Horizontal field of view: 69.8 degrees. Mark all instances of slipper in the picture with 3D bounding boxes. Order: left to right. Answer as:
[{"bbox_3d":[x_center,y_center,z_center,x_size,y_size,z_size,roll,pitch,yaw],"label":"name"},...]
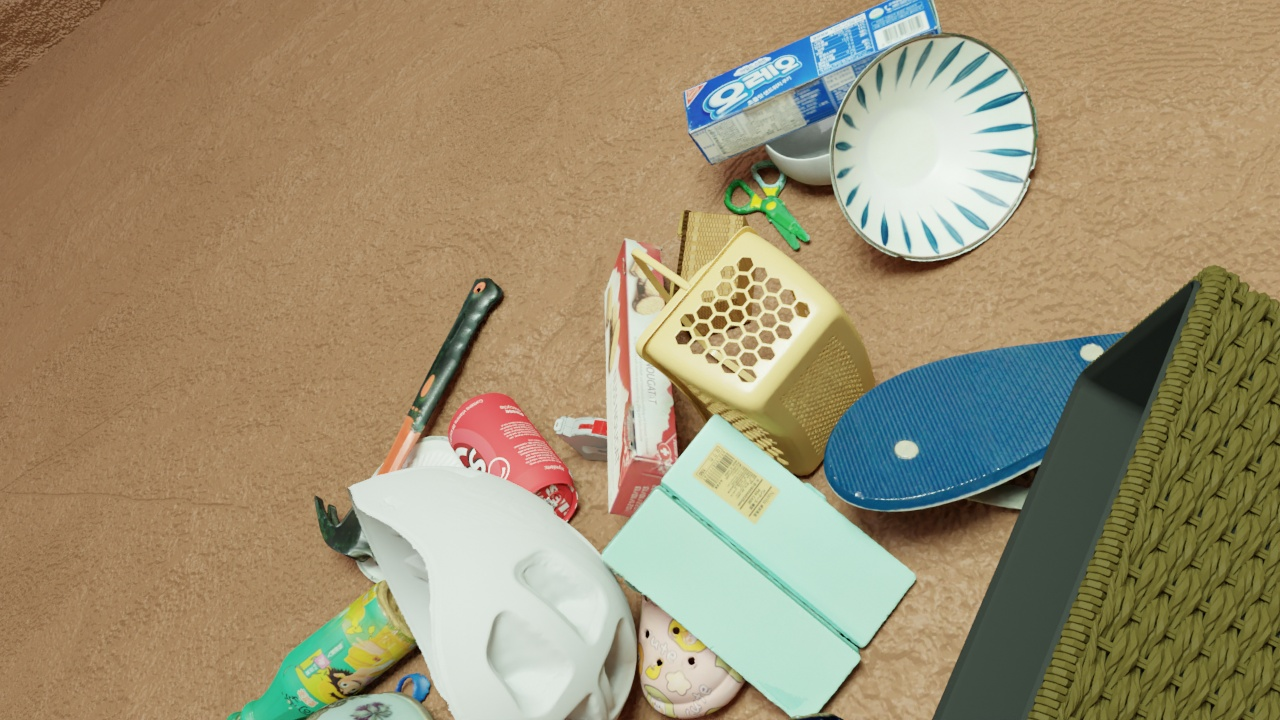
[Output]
[{"bbox_3d":[0.036,0.164,0.697,0.093,0.081,0.196,-10,55,26],"label":"slipper"},{"bbox_3d":[0.273,0.043,0.640,0.295,0.060,0.118,-14,49,9],"label":"slipper"}]

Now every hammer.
[{"bbox_3d":[-0.225,0.050,0.952,0.133,0.033,0.332,5,59,36],"label":"hammer"}]

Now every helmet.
[{"bbox_3d":[-0.128,0.192,0.698,0.283,0.224,0.183,15,35,39],"label":"helmet"}]

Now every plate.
[{"bbox_3d":[-0.223,0.148,0.914,0.157,0.014,0.156,-16,55,23],"label":"plate"}]

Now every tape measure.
[{"bbox_3d":[-0.036,0.072,0.813,0.062,0.060,0.020,1,62,29],"label":"tape measure"}]

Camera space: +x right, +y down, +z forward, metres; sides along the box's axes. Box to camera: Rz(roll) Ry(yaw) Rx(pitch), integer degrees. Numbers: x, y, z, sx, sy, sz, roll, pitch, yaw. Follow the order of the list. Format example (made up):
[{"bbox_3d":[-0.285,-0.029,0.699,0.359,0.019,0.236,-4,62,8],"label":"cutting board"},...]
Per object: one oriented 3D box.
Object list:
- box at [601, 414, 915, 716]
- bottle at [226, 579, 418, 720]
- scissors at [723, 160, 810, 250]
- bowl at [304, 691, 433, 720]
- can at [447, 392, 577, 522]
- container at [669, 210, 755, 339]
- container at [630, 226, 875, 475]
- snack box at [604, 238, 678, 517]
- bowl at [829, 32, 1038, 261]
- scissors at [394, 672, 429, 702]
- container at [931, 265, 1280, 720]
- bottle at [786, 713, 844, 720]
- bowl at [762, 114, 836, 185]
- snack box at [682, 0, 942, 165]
[{"bbox_3d":[0.084,0.145,0.648,0.186,0.033,0.136,38,89,4],"label":"box"},{"bbox_3d":[-0.292,0.287,0.835,0.210,0.068,0.068,-39,49,6],"label":"bottle"},{"bbox_3d":[0.132,-0.150,0.878,0.070,0.014,0.130,-41,47,4],"label":"scissors"},{"bbox_3d":[-0.246,0.345,0.739,0.160,0.094,0.159,-18,57,30],"label":"bowl"},{"bbox_3d":[-0.119,0.093,0.842,0.074,0.074,0.142,-45,48,0],"label":"can"},{"bbox_3d":[0.069,-0.082,0.844,0.061,0.063,0.113,-4,60,22],"label":"container"},{"bbox_3d":[0.079,-0.014,0.713,0.167,0.183,0.129,37,85,34],"label":"container"},{"bbox_3d":[-0.005,0.005,0.786,0.272,0.044,0.077,-92,18,-46],"label":"snack box"},{"bbox_3d":[0.228,-0.175,0.760,0.177,0.177,0.071,-43,18,2],"label":"bowl"},{"bbox_3d":[-0.222,0.331,0.803,0.134,0.015,0.104,-31,52,19],"label":"scissors"},{"bbox_3d":[0.292,0.157,0.456,0.205,0.176,0.320,26,76,13],"label":"container"},{"bbox_3d":[0.120,0.307,0.570,0.056,0.056,0.160,-22,52,19],"label":"bottle"},{"bbox_3d":[0.181,-0.219,0.853,0.132,0.064,0.131,-16,55,23],"label":"bowl"},{"bbox_3d":[0.151,-0.246,0.807,0.227,0.059,0.059,-19,57,22],"label":"snack box"}]
